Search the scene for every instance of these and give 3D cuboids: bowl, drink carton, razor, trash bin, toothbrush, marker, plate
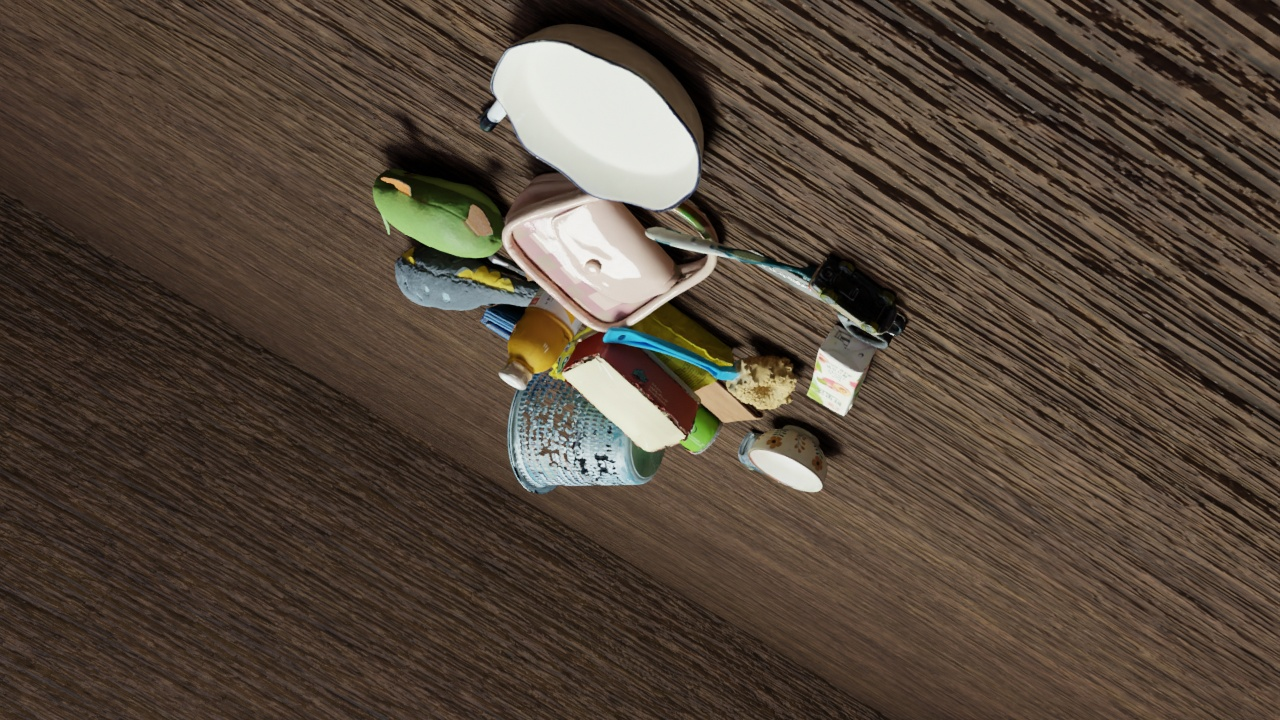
[{"bbox_3d":[0.215,0.131,1.296,0.113,0.062,0.114,25,160,9],"label":"bowl"},{"bbox_3d":[0.223,0.012,1.021,0.053,0.045,0.123,30,160,17],"label":"drink carton"},{"bbox_3d":[-0.140,-0.117,1.229,0.143,0.022,0.043,19,157,5],"label":"razor"},{"bbox_3d":[-0.071,0.113,1.476,0.195,0.226,0.226,4,150,26],"label":"trash bin"},{"bbox_3d":[0.097,-0.104,0.911,0.191,0.016,0.018,15,169,4],"label":"toothbrush"},{"bbox_3d":[-0.138,-0.258,0.917,0.022,0.018,0.131,43,158,-14],"label":"marker"},{"bbox_3d":[-0.032,-0.217,0.820,0.205,0.045,0.205,24,159,9],"label":"plate"}]

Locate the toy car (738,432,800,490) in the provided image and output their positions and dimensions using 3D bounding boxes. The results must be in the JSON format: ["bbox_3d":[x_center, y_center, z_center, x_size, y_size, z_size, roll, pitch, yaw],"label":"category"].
[{"bbox_3d":[0.205,0.149,1.366,0.121,0.054,0.037,24,162,14],"label":"toy car"}]

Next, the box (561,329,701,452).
[{"bbox_3d":[-0.014,0.041,1.135,0.168,0.079,0.092,43,138,-22],"label":"box"}]

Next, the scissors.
[{"bbox_3d":[0.190,-0.069,0.930,0.172,0.014,0.145,45,157,-28],"label":"scissors"}]

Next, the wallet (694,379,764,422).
[{"bbox_3d":[0.110,0.050,1.315,0.115,0.020,0.101,39,159,-16],"label":"wallet"}]

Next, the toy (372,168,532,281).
[{"bbox_3d":[-0.245,-0.181,1.147,0.247,0.090,0.227,24,174,26],"label":"toy"}]

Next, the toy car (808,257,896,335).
[{"bbox_3d":[0.205,-0.060,0.882,0.090,0.042,0.035,34,170,-7],"label":"toy car"}]

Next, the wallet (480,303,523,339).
[{"bbox_3d":[-0.172,-0.045,1.406,0.133,0.040,0.106,28,-169,1],"label":"wallet"}]

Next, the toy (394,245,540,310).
[{"bbox_3d":[-0.291,-0.122,1.377,0.357,0.091,0.137,12,-179,44],"label":"toy"}]

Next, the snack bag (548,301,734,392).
[{"bbox_3d":[-0.007,0.007,1.213,0.158,0.068,0.247,35,142,-16],"label":"snack bag"}]

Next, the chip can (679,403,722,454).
[{"bbox_3d":[0.013,0.048,1.364,0.236,0.072,0.072,37,159,-19],"label":"chip can"}]

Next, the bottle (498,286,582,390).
[{"bbox_3d":[-0.108,-0.050,1.120,0.068,0.189,0.068,27,161,10],"label":"bottle"}]

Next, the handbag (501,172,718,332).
[{"bbox_3d":[-0.016,-0.128,0.994,0.235,0.093,0.193,-9,138,43],"label":"handbag"}]

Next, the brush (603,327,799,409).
[{"bbox_3d":[0.077,0.002,1.099,0.254,0.045,0.083,17,141,-16],"label":"brush"}]
